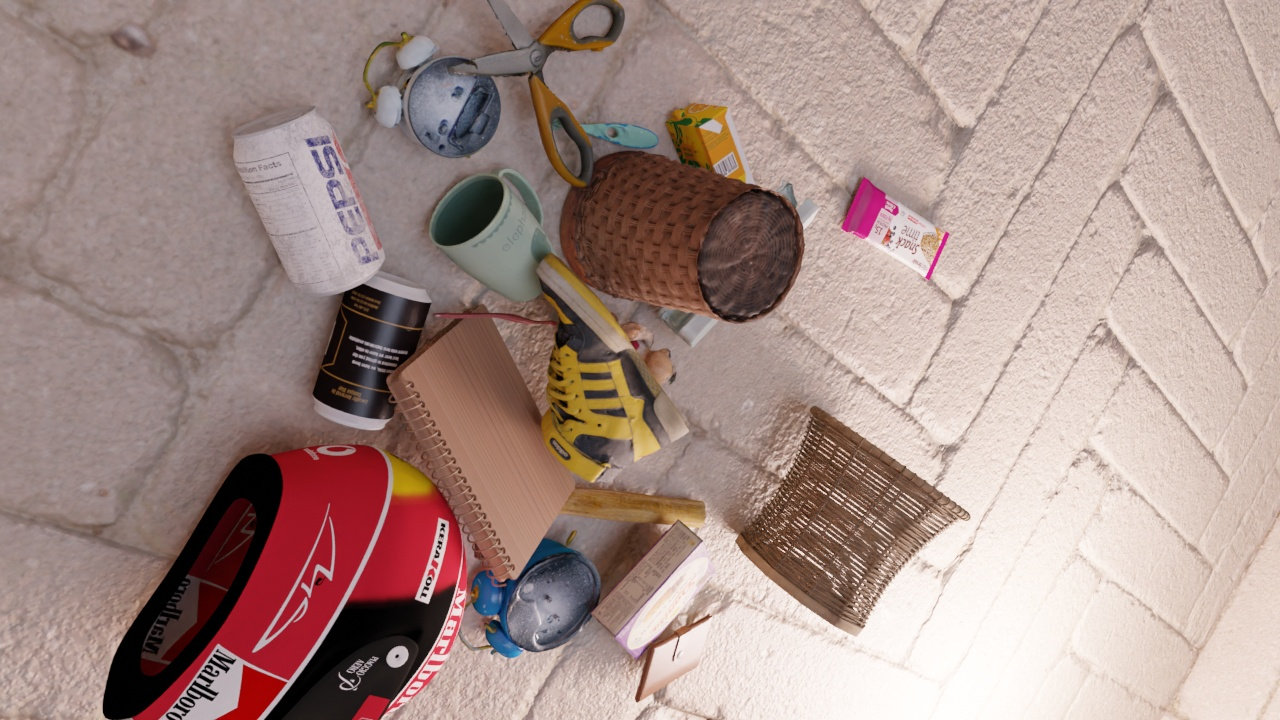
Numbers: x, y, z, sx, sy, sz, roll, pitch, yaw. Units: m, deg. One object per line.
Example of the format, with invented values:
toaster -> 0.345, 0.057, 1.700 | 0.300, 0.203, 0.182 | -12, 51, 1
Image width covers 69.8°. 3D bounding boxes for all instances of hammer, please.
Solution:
hammer -> -0.042, 0.155, 1.001 | 0.330, 0.033, 0.132 | 15, 68, -45

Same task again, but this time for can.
can -> -0.234, -0.010, 0.798 | 0.071, 0.072, 0.128 | 15, 98, -38
can -> -0.263, -0.125, 0.730 | 0.078, 0.078, 0.136 | -29, 122, -23

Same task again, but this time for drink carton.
drink carton -> 0.076, -0.206, 0.950 | 0.041, 0.058, 0.122 | -39, 125, -18

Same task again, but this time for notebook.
notebook -> -0.138, 0.073, 0.834 | 0.210, 0.022, 0.168 | 65, 26, -17

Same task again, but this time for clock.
clock -> -0.121, 0.257, 0.986 | 0.161, 0.060, 0.117 | -24, 121, -24
clock -> -0.175, -0.221, 0.770 | 0.117, 0.057, 0.083 | 28, 91, -39

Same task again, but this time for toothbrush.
toothbrush -> -0.123, -0.042, 0.871 | 0.184, 0.015, 0.016 | -1, 103, -52
toothbrush -> -0.035, -0.223, 0.893 | 0.135, 0.017, 0.022 | 0, 100, -35

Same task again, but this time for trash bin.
trash bin -> 0.040, -0.111, 0.865 | 0.151, 0.210, 0.151 | -13, 115, -31

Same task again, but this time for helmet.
helmet -> -0.265, 0.205, 0.773 | 0.224, 0.198, 0.270 | 36, 79, -35

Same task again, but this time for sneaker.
sneaker -> -0.058, 0.018, 0.859 | 0.122, 0.086, 0.238 | -38, 122, -3

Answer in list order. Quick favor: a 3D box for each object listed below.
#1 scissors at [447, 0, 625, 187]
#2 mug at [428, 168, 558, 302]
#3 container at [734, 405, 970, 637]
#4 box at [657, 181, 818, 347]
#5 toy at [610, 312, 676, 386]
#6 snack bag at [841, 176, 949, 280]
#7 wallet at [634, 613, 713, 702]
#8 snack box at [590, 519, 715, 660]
scissors -> -0.080, -0.250, 0.812 | 0.224, 0.016, 0.226 | -33, 125, -43
mug -> -0.123, -0.119, 0.838 | 0.104, 0.084, 0.111 | 45, 51, -47
container -> 0.251, 0.201, 1.131 | 0.226, 0.227, 0.196 | 33, 93, -38
box -> 0.108, -0.097, 0.982 | 0.199, 0.070, 0.085 | -47, 144, 1
toy -> -0.006, 0.006, 0.962 | 0.106, 0.074, 0.085 | 25, 91, -33
snack bag -> 0.330, -0.164, 1.172 | 0.196, 0.016, 0.070 | 20, 96, -38
wallet -> 0.044, 0.373, 1.149 | 0.120, 0.013, 0.087 | -11, 122, -48
snack box -> 0.019, 0.268, 1.062 | 0.143, 0.040, 0.148 | -46, 154, -13
